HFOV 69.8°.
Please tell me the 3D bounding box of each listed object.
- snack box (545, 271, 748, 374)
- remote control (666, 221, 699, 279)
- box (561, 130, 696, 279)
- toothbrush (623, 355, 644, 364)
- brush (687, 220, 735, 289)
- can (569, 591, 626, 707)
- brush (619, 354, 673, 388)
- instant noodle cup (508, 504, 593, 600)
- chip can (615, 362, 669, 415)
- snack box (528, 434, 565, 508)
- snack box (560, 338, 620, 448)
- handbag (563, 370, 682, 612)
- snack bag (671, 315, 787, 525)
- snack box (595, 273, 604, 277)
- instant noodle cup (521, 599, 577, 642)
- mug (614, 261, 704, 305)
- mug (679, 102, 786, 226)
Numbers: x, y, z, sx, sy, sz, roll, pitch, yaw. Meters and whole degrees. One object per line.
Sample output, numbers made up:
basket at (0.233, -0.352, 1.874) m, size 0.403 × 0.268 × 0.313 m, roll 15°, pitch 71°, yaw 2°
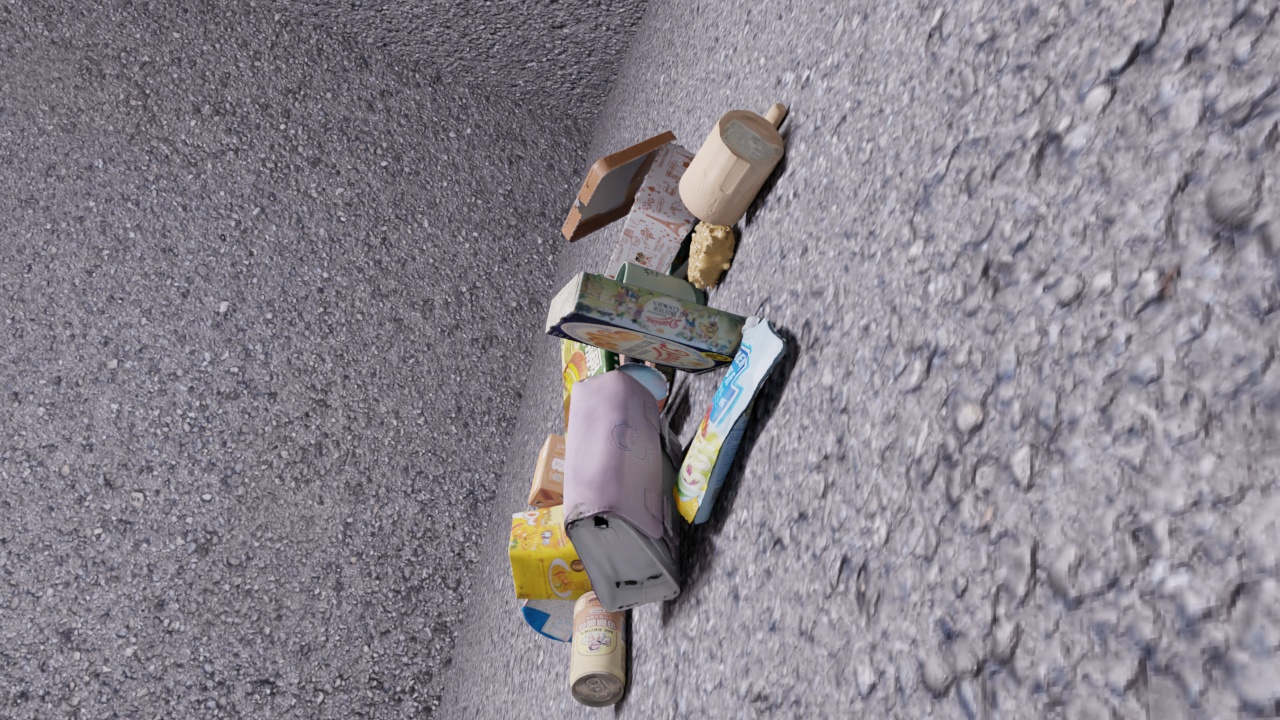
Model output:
snack box at (0.003, -0.034, 0.954) m, size 0.178 × 0.182 × 0.045 m, roll 158°, pitch 127°, yaw -76°
remote control at (0.059, -0.142, 1.268) m, size 0.135 × 0.019 × 0.056 m, roll 140°, pitch 146°, yaw -70°
box at (-0.010, -0.207, 1.207) m, size 0.182 × 0.158 × 0.148 m, roll 120°, pitch 171°, yaw -60°
toothbrush at (-0.006, 0.006, 1.093) m, size 0.026 × 0.027 × 0.213 m, roll 40°, pitch 148°, yaw 47°
brush at (0.093, -0.181, 1.140) m, size 0.254 × 0.046 × 0.083 m, roll -79°, pitch 8°, yaw -49°
can at (-0.045, 0.308, 0.987) m, size 0.116 × 0.058 × 0.059 m, roll -90°, pitch 21°, yaw -58°
brush at (0.007, -0.007, 1.182) m, size 0.063 × 0.073 × 0.145 m, roll 128°, pitch 155°, yaw -59°
instant noodle cup at (-0.086, 0.224, 1.073) m, size 0.116 × 0.123 × 0.116 m, roll -95°, pitch 0°, yaw -62°
chip can at (-0.025, 0.105, 1.107) m, size 0.071 × 0.071 × 0.215 m, roll -87°, pitch 12°, yaw -53°
snack box at (-0.113, 0.181, 1.417) m, size 0.077 × 0.094 × 0.092 m, roll 123°, pitch 161°, yaw -54°
snack box at (-0.052, 0.035, 1.259) m, size 0.115 × 0.063 × 0.239 m, roll -44°, pitch 40°, yaw 41°
handbag at (-0.015, 0.123, 0.914) m, size 0.099 × 0.145 × 0.196 m, roll -21°, pitch 36°, yaw 18°
snack bag at (0.080, 0.050, 0.836) m, size 0.110 × 0.039 × 0.191 m, roll -70°, pitch 2°, yaw -73°
snack box at (-0.037, -0.071, 1.406) m, size 0.118 × 0.105 × 0.117 m, roll 125°, pitch 160°, yaw -55°
instant noodle cup at (-0.090, 0.285, 1.175) m, size 0.109 × 0.099 × 0.099 m, roll -73°, pitch 7°, yaw -52°
mug at (0.019, -0.063, 1.115) m, size 0.111 × 0.106 × 0.082 m, roll -105°, pitch 35°, yaw -71°
mug at (0.111, -0.224, 1.026) m, size 0.124 × 0.084 × 0.104 m, roll -48°, pitch -4°, yaw -35°
